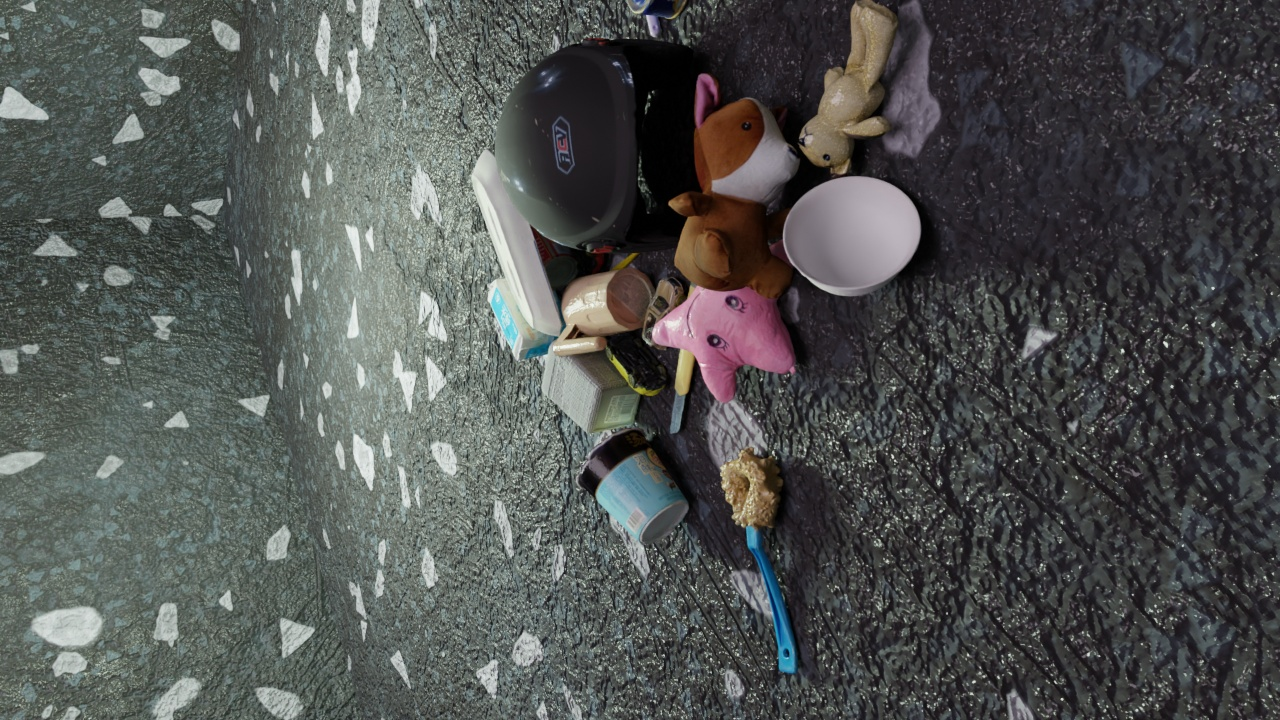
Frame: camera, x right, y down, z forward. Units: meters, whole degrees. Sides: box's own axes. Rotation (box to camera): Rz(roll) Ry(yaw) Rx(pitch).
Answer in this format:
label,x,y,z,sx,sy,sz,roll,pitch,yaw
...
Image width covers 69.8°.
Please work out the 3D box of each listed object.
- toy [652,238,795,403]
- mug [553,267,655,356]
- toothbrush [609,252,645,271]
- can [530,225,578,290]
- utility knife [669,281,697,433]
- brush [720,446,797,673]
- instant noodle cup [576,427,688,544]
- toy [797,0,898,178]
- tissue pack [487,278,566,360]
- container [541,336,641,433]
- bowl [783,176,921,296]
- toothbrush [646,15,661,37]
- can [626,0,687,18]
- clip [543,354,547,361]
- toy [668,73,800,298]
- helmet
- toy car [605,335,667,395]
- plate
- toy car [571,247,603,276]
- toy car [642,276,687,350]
label,x,y,z,sx,sy,sz,roll,pitch,yaw
toy,0.105,-0.050,0.974,0.178,0.074,0.195,41,119,26
mug,-0.050,-0.058,1.170,0.084,0.124,0.104,45,154,-24
toothbrush,-0.038,-0.118,1.224,0.191,0.016,0.015,-34,68,54
can,-0.137,-0.155,1.318,0.093,0.066,0.067,58,140,31
utility knife,0.054,-0.003,1.110,0.031,0.021,0.207,35,118,52
brush,0.140,0.220,1.018,0.083,0.045,0.254,-12,90,52
instant noodle cup,-0.003,0.165,1.165,0.120,0.111,0.111,47,134,29
toy,0.186,-0.242,0.819,0.105,0.066,0.158,58,147,40
tissue pack,-0.163,-0.066,1.355,0.140,0.089,0.063,62,145,26
container,-0.062,0.032,1.229,0.114,0.090,0.090,42,131,40
bowl,0.192,-0.100,0.830,0.118,0.118,0.065,59,180,30
toothbrush,-0.001,-0.475,1.093,0.021,0.029,0.189,25,-129,-82
can,0.029,-0.459,1.022,0.074,0.049,0.148,49,134,39
clip,-0.137,-0.005,1.394,0.025,0.033,0.057,-8,93,59
toy,0.097,-0.167,0.886,0.131,0.140,0.199,-5,75,45
helmet,-0.052,-0.236,1.031,0.274,0.230,0.233,-62,-30,-81
toy car,-0.007,0.007,1.178,0.105,0.048,0.032,51,147,38
plate,-0.168,-0.148,1.220,0.162,0.034,0.266,48,159,54
toy car,-0.081,-0.170,1.261,0.106,0.031,0.049,64,149,16
toy car,0.029,-0.058,1.122,0.042,0.035,0.091,43,128,42
